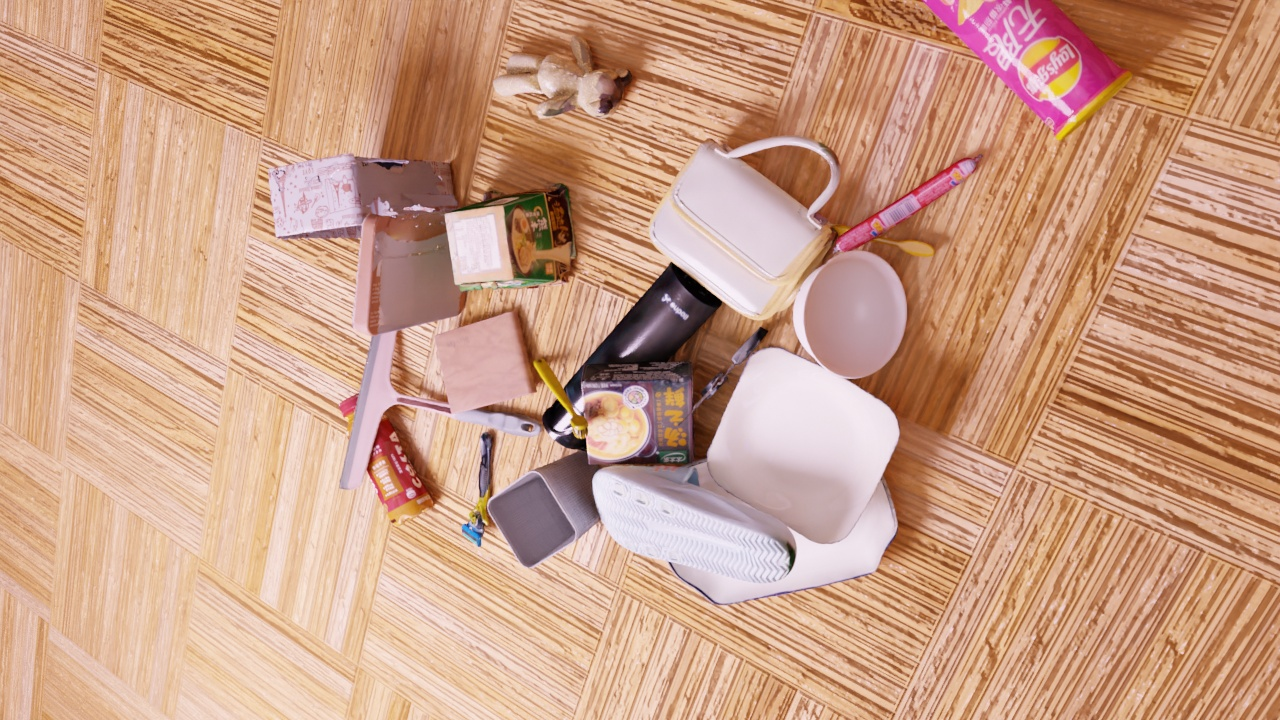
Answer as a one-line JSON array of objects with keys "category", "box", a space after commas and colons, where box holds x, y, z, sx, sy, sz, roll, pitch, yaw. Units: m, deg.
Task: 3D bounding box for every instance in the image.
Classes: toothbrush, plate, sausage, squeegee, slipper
[{"category": "toothbrush", "box": [-0.088, 0.038, 0.992, 0.190, 0.015, 0.017, -133, 33, -61]}, {"category": "toothbrush", "box": [0.191, -0.127, 0.889, 0.191, 0.018, 0.016, 18, 106, 25]}, {"category": "plate", "box": [0.159, 0.081, 0.897, 0.164, 0.034, 0.164, 30, 112, 19]}, {"category": "sausage", "box": [0.245, -0.142, 0.844, 0.156, 0.020, 0.020, -32, 85, 19]}, {"category": "squeegee", "box": [-0.230, 0.062, 1.125, 0.250, 0.040, 0.247, 11, 86, 17]}, {"category": "slipper", "box": [0.051, 0.154, 0.933, 0.246, 0.074, 0.104, 11, 130, 35]}, {"category": "plate", "box": [0.138, 0.163, 0.965, 0.266, 0.034, 0.162, -22, 90, 29]}]

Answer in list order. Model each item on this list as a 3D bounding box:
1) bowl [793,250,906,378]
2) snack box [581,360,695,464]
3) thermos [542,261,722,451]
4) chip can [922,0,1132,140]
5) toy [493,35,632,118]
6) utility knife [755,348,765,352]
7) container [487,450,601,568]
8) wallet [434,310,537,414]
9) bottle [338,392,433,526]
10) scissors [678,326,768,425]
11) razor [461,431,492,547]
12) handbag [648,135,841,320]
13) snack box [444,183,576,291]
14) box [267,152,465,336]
[{"category": "bowl", "box": [0.186, -0.044, 0.872, 0.065, 0.118, 0.118, -169, 70, -65]}, {"category": "snack box", "box": [0.000, 0.063, 0.963, 0.113, 0.053, 0.126, -2, 118, 5]}, {"category": "thermos", "box": [-0.006, 0.006, 0.993, 0.090, 0.068, 0.243, 36, 119, -10]}, {"category": "chip can", "box": [0.305, -0.284, 0.765, 0.210, 0.071, 0.072, 50, 117, 9]}, {"category": "toy", "box": [-0.086, -0.292, 0.972, 0.157, 0.066, 0.105, 18, 66, 26]}, {"category": "utility knife", "box": [0.177, 0.041, 0.931, 0.157, 0.013, 0.029, 42, 114, 13]}, {"category": "container", "box": [-0.093, 0.161, 1.035, 0.090, 0.114, 0.090, -35, 84, 28]}, {"category": "wallet", "box": [-0.185, 0.004, 1.085, 0.115, 0.020, 0.101, -16, 85, 16]}, {"category": "bottle", "box": [-0.330, 0.125, 1.179, 0.058, 0.057, 0.175, -31, 86, 28]}, {"category": "scissors", "box": [0.080, 0.018, 0.898, 0.014, 0.176, 0.159, 41, 73, 4]}, {"category": "razor", "box": [-0.197, 0.157, 1.140, 0.043, 0.022, 0.143, 19, 104, 45]}, {"category": "handbag", "box": [0.108, -0.146, 0.887, 0.163, 0.063, 0.179, 40, 123, 13]}, {"category": "snack box", "box": [-0.148, -0.132, 1.006, 0.118, 0.105, 0.117, -3, 98, 26]}, {"category": "box", "box": [-0.291, -0.126, 1.040, 0.157, 0.182, 0.193, -1, 97, 28]}]
